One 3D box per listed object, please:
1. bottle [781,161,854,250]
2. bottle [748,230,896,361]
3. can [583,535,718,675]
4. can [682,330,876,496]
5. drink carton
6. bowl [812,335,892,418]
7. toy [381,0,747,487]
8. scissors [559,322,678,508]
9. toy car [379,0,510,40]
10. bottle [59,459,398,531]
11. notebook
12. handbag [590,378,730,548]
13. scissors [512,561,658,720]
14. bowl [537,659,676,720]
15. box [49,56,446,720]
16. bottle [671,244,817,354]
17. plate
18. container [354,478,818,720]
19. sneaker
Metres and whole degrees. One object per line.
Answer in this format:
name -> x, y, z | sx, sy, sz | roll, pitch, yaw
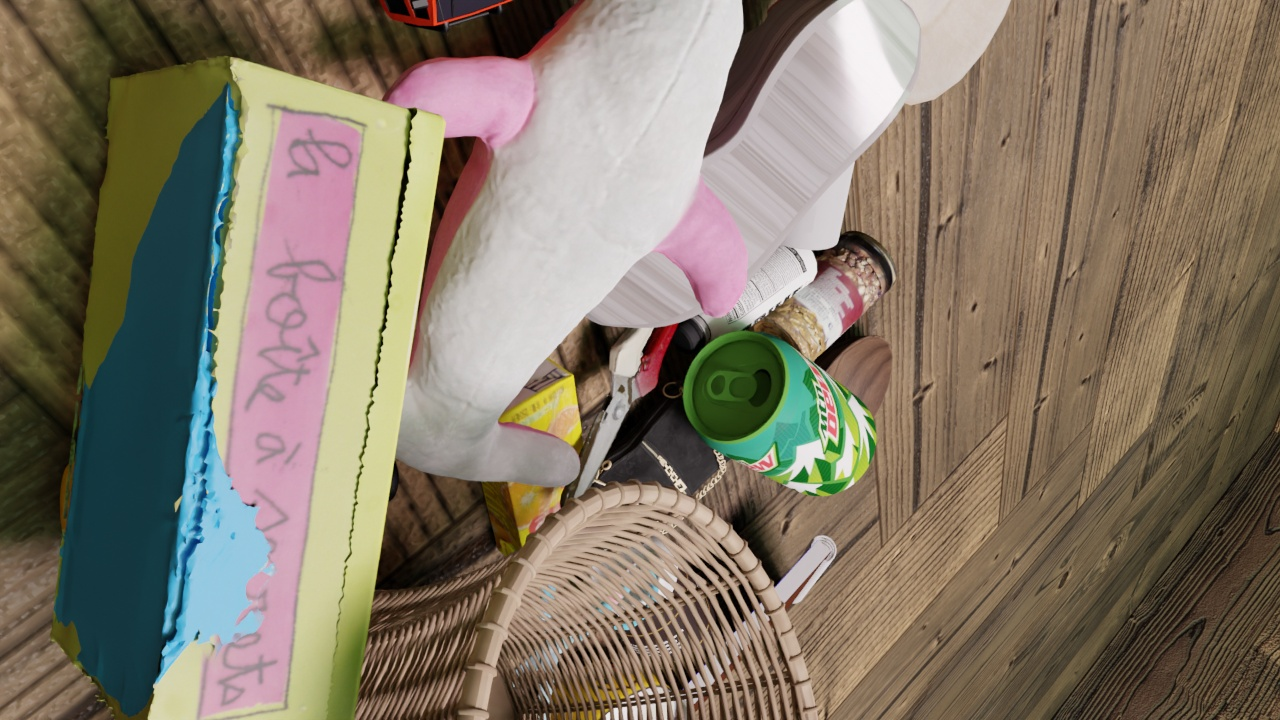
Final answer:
bottle -> 0.117, -0.170, 0.580 | 0.052, 0.052, 0.195 | -20, 128, -37
bottle -> 0.135, -0.044, 0.681 | 0.105, 0.056, 0.056 | -41, 138, -19
can -> 0.011, 0.184, 0.691 | 0.071, 0.072, 0.129 | -46, 140, -14
can -> 0.097, 0.038, 0.623 | 0.144, 0.083, 0.083 | 30, 92, -50
drink carton -> -0.065, 0.066, 0.556 | 0.058, 0.043, 0.135 | -31, 135, -30
bowl -> 0.164, 0.027, 0.777 | 0.119, 0.032, 0.119 | -26, 132, -33
toy -> -0.045, -0.070, 0.434 | 0.186, 0.128, 0.266 | 28, 99, -27
scissors -> 0.000, 0.004, 0.568 | 0.139, 0.015, 0.189 | -8, 109, -55
toy car -> -0.071, -0.155, 0.354 | 0.051, 0.100, 0.049 | -30, 128, -27
bottle -> -0.183, 0.061, 0.428 | 0.143, 0.043, 0.043 | -1, 116, -46
notebook -> 0.096, 0.239, 0.799 | 0.171, 0.022, 0.209 | -43, 162, -16
handbag -> 0.009, 0.070, 0.638 | 0.128, 0.054, 0.079 | -43, 128, -13
scissors -> -0.057, 0.163, 0.598 | 0.138, 0.118, 0.015 | -37, 177, -29
bowl -> -0.037, 0.280, 0.709 | 0.117, 0.068, 0.117 | -26, 131, -33
box -> -0.148, 0.013, 0.333 | 0.079, 0.125, 0.221 | 3, 95, -46
bottle -> 0.068, -0.043, 0.623 | 0.115, 0.041, 0.041 | -36, 136, -25
plate -> 0.202, -0.271, 0.620 | 0.188, 0.027, 0.189 | -26, 132, -33
container -> -0.057, 0.184, 0.415 | 0.226, 0.197, 0.226 | 28, 53, -44
sneaker -> 0.047, -0.118, 0.523 | 0.236, 0.089, 0.099 | -42, 117, 17
